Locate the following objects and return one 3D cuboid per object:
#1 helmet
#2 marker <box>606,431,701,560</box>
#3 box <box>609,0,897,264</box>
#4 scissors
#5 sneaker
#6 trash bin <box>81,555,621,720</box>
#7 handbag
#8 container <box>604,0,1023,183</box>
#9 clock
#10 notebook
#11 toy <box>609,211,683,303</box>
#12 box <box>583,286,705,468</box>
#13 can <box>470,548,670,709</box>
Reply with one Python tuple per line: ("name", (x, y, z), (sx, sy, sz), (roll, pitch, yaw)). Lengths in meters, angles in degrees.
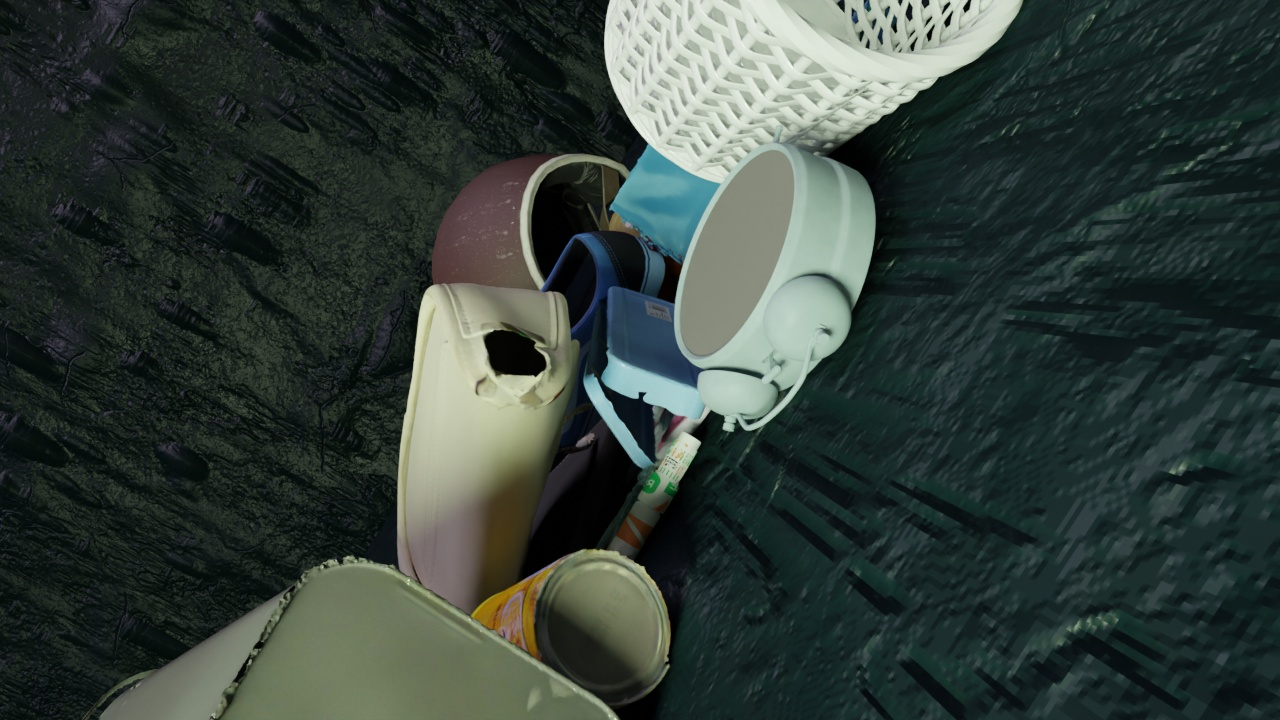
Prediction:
("helmet", (-0.082, -0.105, 0.935), (0.254, 0.233, 0.233), (-14, 67, 44))
("marker", (-0.009, 0.104, 0.501), (0.145, 0.017, 0.017), (-58, 11, -6))
("box", (0.079, -0.181, 0.680), (0.231, 0.110, 0.094), (-59, 10, -10))
("scissors", (0.002, 0.064, 0.566), (0.179, 0.016, 0.108), (-59, 12, -11))
("sneaker", (-0.073, 0.005, 0.718), (0.083, 0.098, 0.242), (42, 116, 39))
("trash bin", (-0.132, 0.203, 0.347), (0.221, 0.197, 0.196), (-39, 20, 38))
("handbag", (-0.071, 0.060, 0.539), (0.184, 0.132, 0.229), (-114, 30, -57))
("container", (0.090, -0.218, 0.535), (0.189, 0.189, 0.187), (-60, 10, -15))
("clock", (0.063, -0.038, 0.458), (0.123, 0.045, 0.159), (-50, 27, 45))
("notebook", (-0.074, 0.146, 0.633), (0.170, 0.029, 0.208), (-47, 14, 39))
("toy", (0.018, -0.101, 0.790), (0.176, 0.096, 0.112), (-45, 18, 4))
("box", (-0.006, 0.006, 0.573), (0.209, 0.069, 0.064), (-95, 27, -75))
("can", (-0.037, 0.129, 0.419), (0.105, 0.067, 0.067), (-41, 19, 53))
